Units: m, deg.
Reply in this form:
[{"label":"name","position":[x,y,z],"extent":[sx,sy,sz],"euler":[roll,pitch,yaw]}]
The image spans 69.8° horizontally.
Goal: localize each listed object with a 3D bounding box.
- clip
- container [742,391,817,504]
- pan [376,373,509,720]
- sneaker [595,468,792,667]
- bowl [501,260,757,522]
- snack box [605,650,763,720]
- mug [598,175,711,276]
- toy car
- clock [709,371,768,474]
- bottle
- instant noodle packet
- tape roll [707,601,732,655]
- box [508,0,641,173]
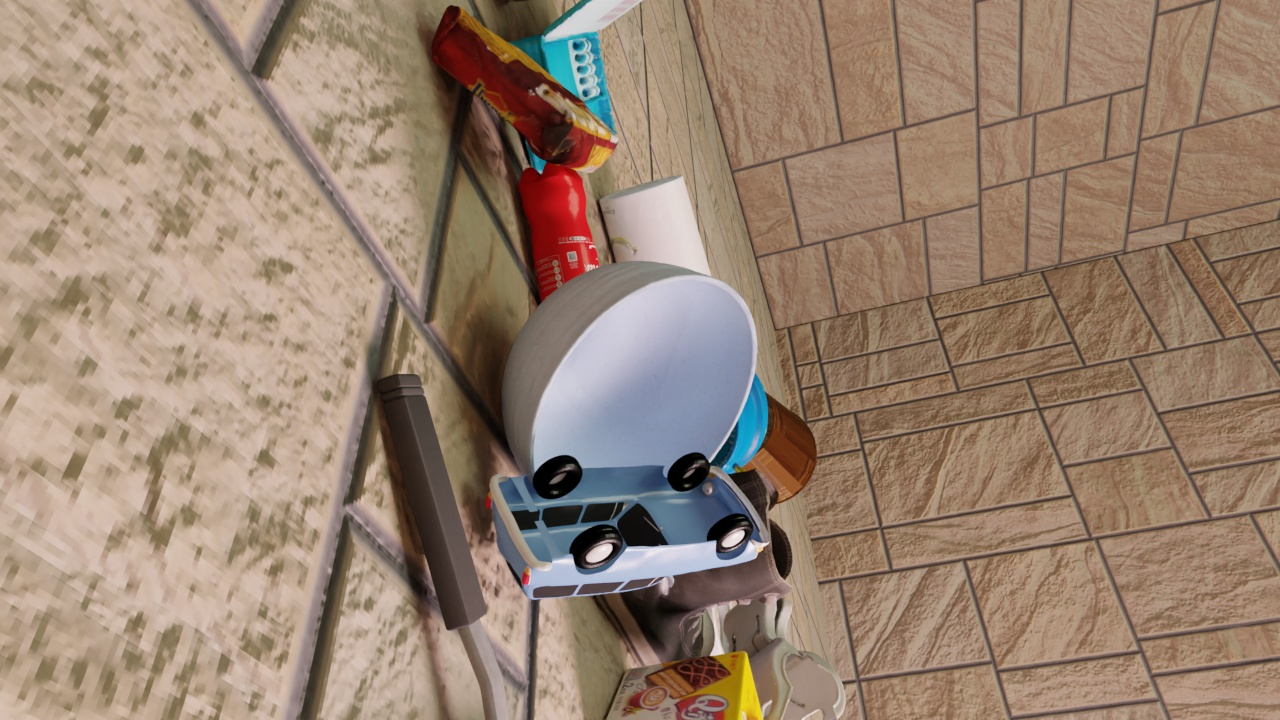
[{"label":"clip","position":[0.094,0.249,0.681],"extent":[0.104,0.127,0.151],"euler":[42,35,-1]},{"label":"container","position":[0.134,0.096,1.122],"extent":[0.167,0.132,0.132],"euler":[42,37,-61]},{"label":"pan","position":[-0.048,0.178,0.350],"extent":[0.178,0.041,0.357],"euler":[7,66,-79]},{"label":"sneaker","position":[0.047,0.153,0.633],"extent":[0.235,0.120,0.095],"euler":[71,13,-46]},{"label":"bowl","position":[-0.017,0.008,0.493],"extent":[0.075,0.150,0.151],"euler":[37,-19,39]},{"label":"snack box","position":[0.027,0.228,0.543],"extent":[0.105,0.084,0.061],"euler":[-38,115,-78]},{"label":"mug","position":[0.014,-0.108,0.843],"extent":[0.082,0.083,0.106],"euler":[-67,142,-71]},{"label":"toy car","position":[-0.005,0.082,0.451],"extent":[0.153,0.055,0.056],"euler":[4,39,-39]},{"label":"clock","position":[0.033,0.026,0.724],"extent":[0.060,0.117,0.161],"euler":[-25,101,-66]},{"label":"bottle","position":[-0.047,-0.057,0.591],"extent":[0.042,0.042,0.141],"euler":[11,67,-77]},{"label":"instant noodle packet","position":[-0.065,-0.154,0.542],"extent":[0.098,0.040,0.135],"euler":[46,13,1]},{"label":"tape roll","position":[0.069,0.227,0.826],"extent":[0.093,0.013,0.093],"euler":[-9,89,-76]},{"label":"box","position":[-0.041,-0.238,0.705],"extent":[0.226,0.084,0.172],"euler":[-72,-176,-68]}]
